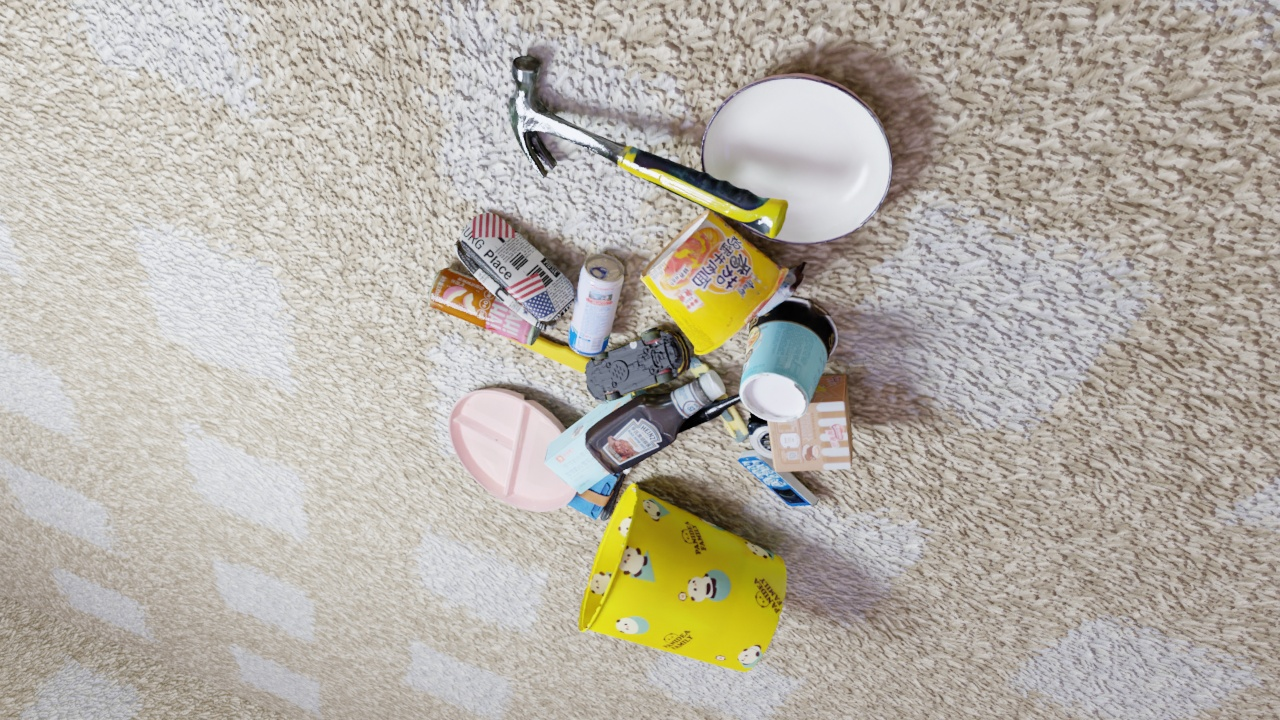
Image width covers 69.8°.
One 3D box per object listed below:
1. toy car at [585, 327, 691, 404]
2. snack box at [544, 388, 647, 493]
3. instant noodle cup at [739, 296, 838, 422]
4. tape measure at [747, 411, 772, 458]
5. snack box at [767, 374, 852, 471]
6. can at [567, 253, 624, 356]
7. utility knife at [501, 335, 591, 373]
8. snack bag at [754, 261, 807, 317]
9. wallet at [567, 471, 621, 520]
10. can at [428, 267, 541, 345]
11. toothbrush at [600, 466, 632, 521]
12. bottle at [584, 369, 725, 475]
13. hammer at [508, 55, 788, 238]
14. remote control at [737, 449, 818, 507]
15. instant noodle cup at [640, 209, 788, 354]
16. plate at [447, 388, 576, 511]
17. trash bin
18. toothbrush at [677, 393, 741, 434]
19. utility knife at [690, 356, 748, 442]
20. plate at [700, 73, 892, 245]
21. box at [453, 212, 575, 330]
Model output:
[{"bbox_3d":[-0.007,0.007,1.194,0.156,0.041,0.071,-22,83,33],"label":"toy car"},{"bbox_3d":[-0.048,0.108,1.279,0.175,0.051,0.074,-38,113,22],"label":"snack box"},{"bbox_3d":[0.166,0.004,1.069,0.111,0.120,0.111,12,135,12],"label":"instant noodle cup"},{"bbox_3d":[0.179,0.099,1.222,0.066,0.033,0.066,4,131,23],"label":"tape measure"},{"bbox_3d":[0.210,0.077,1.130,0.094,0.076,0.093,-4,113,16],"label":"snack box"},{"bbox_3d":[-0.056,-0.068,1.145,0.053,0.053,0.135,20,137,4],"label":"can"},{"bbox_3d":[-0.151,-0.031,1.250,0.209,0.015,0.033,25,138,-5],"label":"utility knife"},{"bbox_3d":[0.151,-0.076,1.053,0.026,0.045,0.106,42,134,-16],"label":"snack bag"},{"bbox_3d":[-0.093,0.187,1.426,0.106,0.040,0.133,28,138,2],"label":"wallet"},{"bbox_3d":[-0.200,-0.071,1.202,0.147,0.057,0.058,22,137,3],"label":"can"},{"bbox_3d":[-0.039,0.207,1.436,0.015,0.018,0.182,21,138,-2],"label":"toothbrush"},{"bbox_3d":[0.022,0.076,1.202,0.195,0.044,0.080,-32,117,16],"label":"bottle"},{"bbox_3d":[0.002,-0.206,0.963,0.323,0.031,0.126,26,141,13],"label":"hammer"},{"bbox_3d":[0.192,0.165,1.281,0.125,0.024,0.049,42,151,-22],"label":"remote control"},{"bbox_3d":[0.075,-0.092,1.015,0.110,0.137,0.138,45,134,-10],"label":"instant noodle cup"},{"bbox_3d":[-0.190,0.135,1.397,0.230,0.028,0.230,15,128,20],"label":"plate"},{"bbox_3d":[0.065,0.336,1.378,0.255,0.229,0.230,22,137,-5],"label":"trash bin"},{"bbox_3d":[0.093,0.067,1.211,0.026,0.027,0.213,51,140,-9],"label":"toothbrush"},{"bbox_3d":[0.104,0.051,1.225,0.031,0.018,0.167,-17,119,28],"label":"utility knife"},{"bbox_3d":[0.158,-0.205,0.927,0.192,0.038,0.193,13,136,12],"label":"plate"},{"bbox_3d":[-0.152,-0.112,1.131,0.162,0.076,0.088,45,112,1],"label":"box"}]
